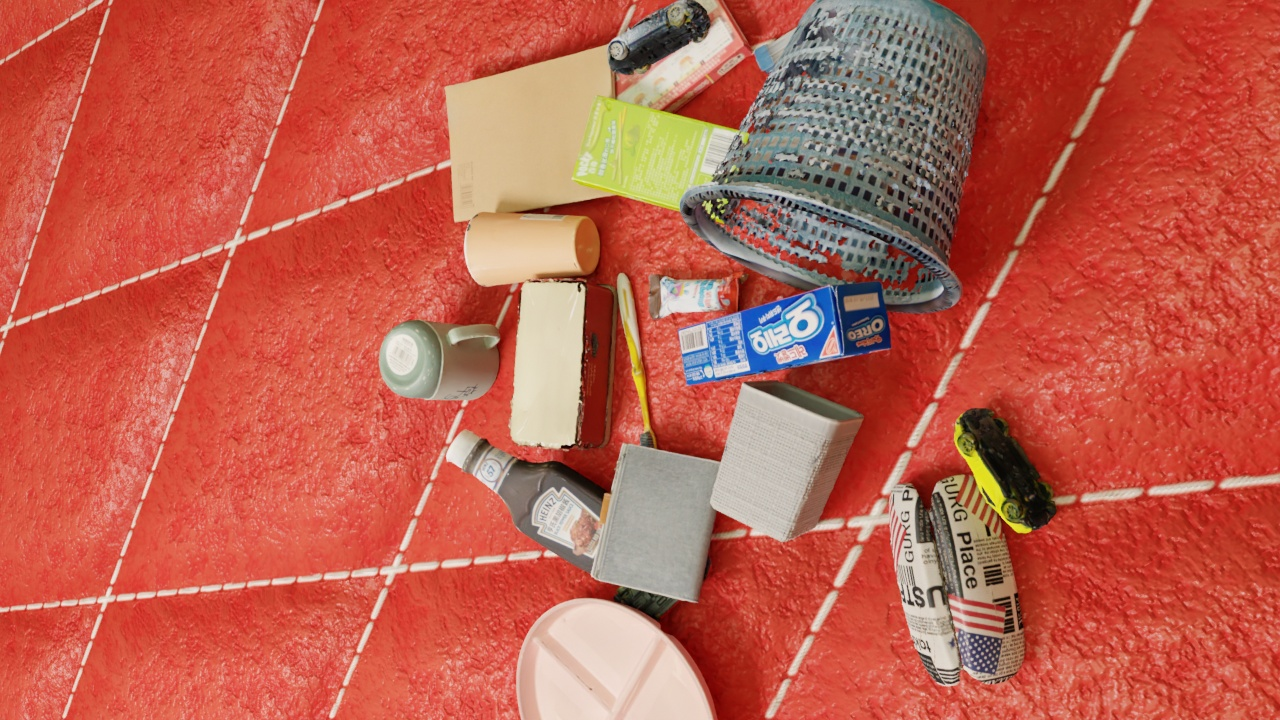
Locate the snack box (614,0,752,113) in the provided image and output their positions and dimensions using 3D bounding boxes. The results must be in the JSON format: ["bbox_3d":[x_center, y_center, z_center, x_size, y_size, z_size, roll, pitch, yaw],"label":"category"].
[{"bbox_3d":[0.028,-0.285,0.896,0.153,0.025,0.075,-33,73,24],"label":"snack box"}]

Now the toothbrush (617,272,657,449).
[{"bbox_3d":[-0.005,0.005,0.903,0.016,0.018,0.191,-13,81,26],"label":"toothbrush"}]

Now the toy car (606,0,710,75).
[{"bbox_3d":[0.014,-0.304,0.861,0.106,0.049,0.031,-22,74,26],"label":"toy car"}]

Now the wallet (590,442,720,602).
[{"bbox_3d":[0.015,0.148,0.848,0.106,0.037,0.129,11,77,8],"label":"wallet"}]

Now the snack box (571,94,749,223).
[{"bbox_3d":[0.019,-0.191,0.873,0.156,0.026,0.086,17,95,13],"label":"snack box"}]

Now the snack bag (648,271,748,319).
[{"bbox_3d":[0.054,-0.062,0.870,0.105,0.026,0.045,0,91,31],"label":"snack bag"}]

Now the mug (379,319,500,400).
[{"bbox_3d":[-0.203,-0.006,0.963,0.112,0.106,0.082,-31,72,23],"label":"mug"}]

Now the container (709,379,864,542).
[{"bbox_3d":[0.123,0.086,0.790,0.090,0.090,0.114,23,101,28],"label":"container"}]

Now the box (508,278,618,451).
[{"bbox_3d":[-0.082,0.004,0.912,0.091,0.078,0.168,3,88,29],"label":"box"}]

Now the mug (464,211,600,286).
[{"bbox_3d":[-0.108,-0.116,0.938,0.123,0.078,0.078,1,87,24],"label":"mug"}]

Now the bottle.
[{"bbox_3d":[-0.099,0.132,0.897,0.195,0.044,0.080,31,106,5],"label":"bottle"}]

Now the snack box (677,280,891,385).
[{"bbox_3d":[0.112,-0.019,0.764,0.208,0.058,0.057,-15,83,58],"label":"snack box"}]

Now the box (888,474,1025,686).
[{"bbox_3d":[0.256,0.175,0.738,0.087,0.076,0.162,-7,79,-1],"label":"box"}]

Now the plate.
[{"bbox_3d":[-0.023,0.334,0.871,0.230,0.028,0.229,5,99,33],"label":"plate"}]

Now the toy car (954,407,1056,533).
[{"bbox_3d":[0.283,0.087,0.725,0.105,0.048,0.032,62,146,16],"label":"toy car"}]

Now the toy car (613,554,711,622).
[{"bbox_3d":[0.023,0.211,0.869,0.106,0.031,0.049,-47,68,14],"label":"toy car"}]

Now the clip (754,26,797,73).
[{"bbox_3d":[0.134,-0.288,0.843,0.058,0.035,0.025,-25,73,30],"label":"clip"}]

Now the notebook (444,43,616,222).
[{"bbox_3d":[-0.117,-0.231,0.954,0.212,0.012,0.149,-4,89,30],"label":"notebook"}]

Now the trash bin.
[{"bbox_3d":[0.170,-0.168,0.722,0.227,0.226,0.195,18,83,28],"label":"trash bin"}]
